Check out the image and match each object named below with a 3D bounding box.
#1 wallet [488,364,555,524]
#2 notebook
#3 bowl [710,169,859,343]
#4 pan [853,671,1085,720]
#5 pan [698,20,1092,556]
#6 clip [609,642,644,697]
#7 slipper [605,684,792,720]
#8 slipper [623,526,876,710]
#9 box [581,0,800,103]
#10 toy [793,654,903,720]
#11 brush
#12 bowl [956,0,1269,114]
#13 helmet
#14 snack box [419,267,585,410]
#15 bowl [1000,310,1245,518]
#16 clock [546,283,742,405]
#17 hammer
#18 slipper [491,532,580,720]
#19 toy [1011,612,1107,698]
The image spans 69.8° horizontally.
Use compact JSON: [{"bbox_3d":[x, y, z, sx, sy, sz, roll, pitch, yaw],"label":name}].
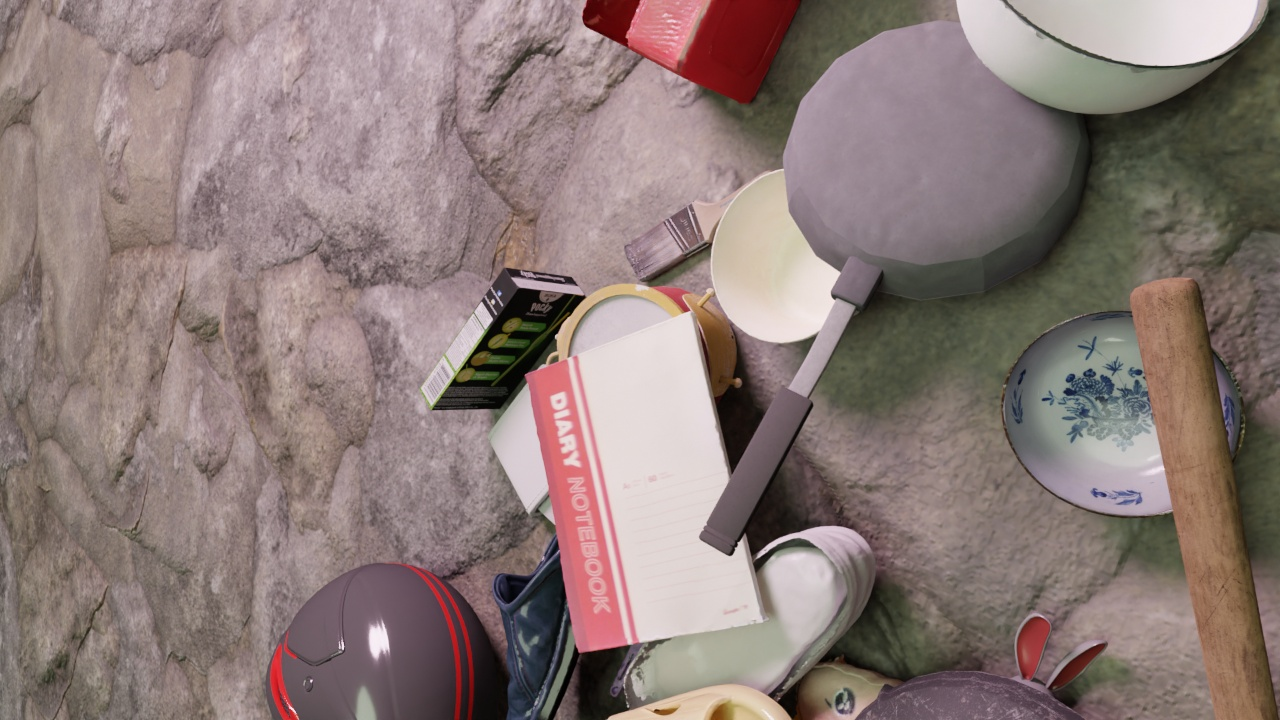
[{"bbox_3d":[-0.073,0.078,0.789,0.119,0.037,0.115,-49,60,31],"label":"wallet"},{"bbox_3d":[-0.004,0.088,0.638,0.153,0.012,0.208,-20,75,30],"label":"notebook"},{"bbox_3d":[0.112,-0.068,0.625,0.116,0.062,0.115,-1,88,39],"label":"bowl"},{"bbox_3d":[0.127,0.324,0.531,0.358,0.040,0.207,-42,51,22],"label":"pan"},{"bbox_3d":[0.128,-0.049,0.533,0.179,0.041,0.357,27,83,21],"label":"pan"},{"bbox_3d":[-0.010,0.249,0.737,0.014,0.042,0.052,25,118,39],"label":"clip"},{"bbox_3d":[-0.007,0.278,0.610,0.262,0.079,0.111,-29,46,39],"label":"slipper"},{"bbox_3d":[0.069,0.195,0.644,0.247,0.074,0.112,-51,50,32],"label":"slipper"},{"bbox_3d":[0.059,-0.271,0.634,0.112,0.134,0.158,36,111,36],"label":"box"},{"bbox_3d":[0.125,0.335,0.590,0.197,0.065,0.264,-27,64,28],"label":"toy"},{"bbox_3d":[0.046,-0.106,0.712,0.152,0.012,0.039,-28,71,34],"label":"brush"},{"bbox_3d":[0.239,-0.191,0.492,0.073,0.153,0.153,97,149,-64],"label":"bowl"},{"bbox_3d":[-0.220,0.275,0.821,0.170,0.164,0.264,-54,47,11],"label":"helmet"},{"bbox_3d":[-0.121,-0.015,0.802,0.148,0.080,0.025,-50,60,27],"label":"snack box"},{"bbox_3d":[0.264,0.026,0.504,0.114,0.045,0.114,8,105,32],"label":"bowl"},{"bbox_3d":[-0.004,0.004,0.704,0.159,0.081,0.117,-18,87,29],"label":"clock"},{"bbox_3d":[0.291,0.117,0.456,0.130,0.040,0.322,-11,93,35],"label":"hammer"},{"bbox_3d":[-0.075,0.185,0.729,0.083,0.109,0.265,17,95,5],"label":"slipper"},{"bbox_3d":[0.230,0.201,0.543,0.049,0.030,0.112,22,107,8],"label":"toy"}]
